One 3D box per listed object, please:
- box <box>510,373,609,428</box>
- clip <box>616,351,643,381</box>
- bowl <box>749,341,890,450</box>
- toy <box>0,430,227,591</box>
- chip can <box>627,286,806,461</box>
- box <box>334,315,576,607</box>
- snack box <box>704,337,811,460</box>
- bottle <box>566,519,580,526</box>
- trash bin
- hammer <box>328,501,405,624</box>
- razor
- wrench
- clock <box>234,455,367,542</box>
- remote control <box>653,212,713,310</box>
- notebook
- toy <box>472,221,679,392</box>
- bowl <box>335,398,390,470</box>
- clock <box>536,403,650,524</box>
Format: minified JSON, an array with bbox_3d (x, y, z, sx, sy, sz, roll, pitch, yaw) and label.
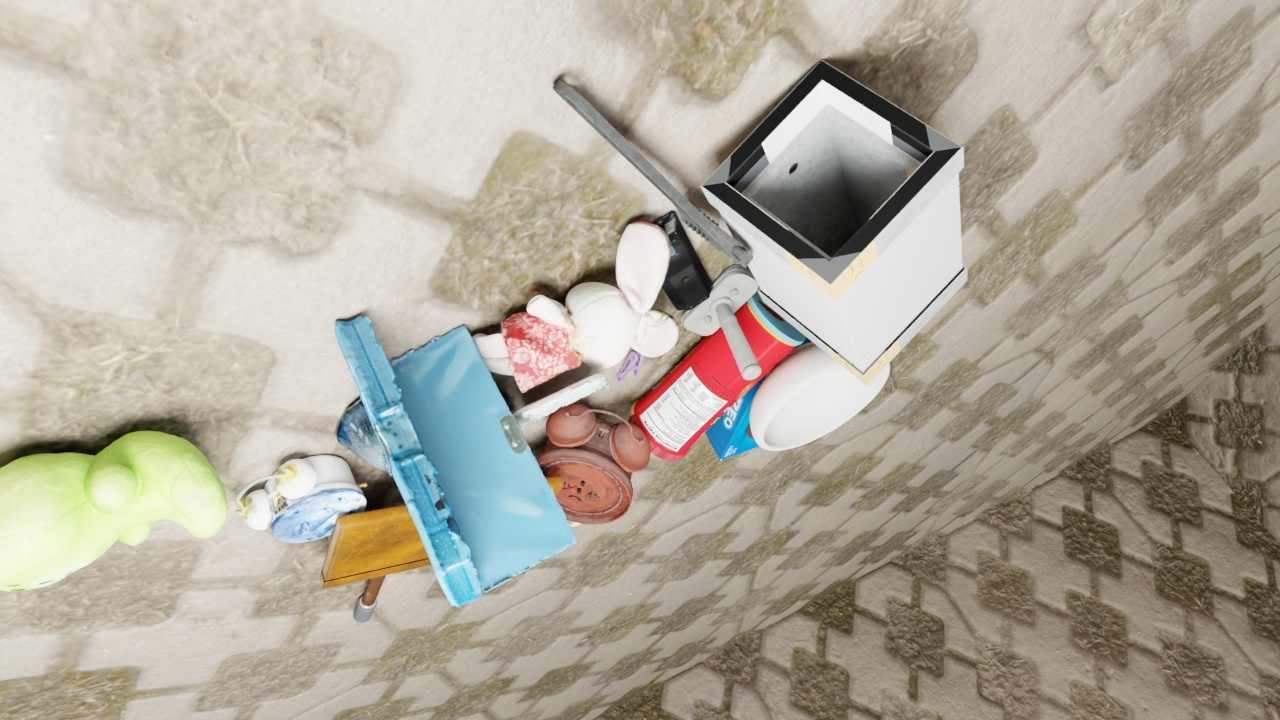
[{"bbox_3d":[-0.118,0.059,0.880,0.191,0.045,0.209,-29,180,-2],"label":"box"},{"bbox_3d":[-0.014,0.008,1.006,0.043,0.014,0.051,-26,156,-2],"label":"clip"},{"bbox_3d":[0.197,0.028,1.066,0.176,0.066,0.177,-22,150,-13],"label":"bowl"},{"bbox_3d":[-0.421,0.111,0.693,0.196,0.107,0.150,-5,168,-25],"label":"toy"},{"bbox_3d":[0.083,0.018,1.038,0.087,0.087,0.214,7,135,-50],"label":"chip can"},{"bbox_3d":[-0.145,0.060,0.722,0.111,0.231,0.094,-24,153,-14],"label":"box"},{"bbox_3d":[0.202,0.024,1.197,0.195,0.056,0.239,-17,149,-23],"label":"snack box"},{"bbox_3d":[-0.121,0.183,1.147,0.060,0.059,0.166,-37,153,12],"label":"bottle"},{"bbox_3d":[0.184,-0.109,0.819,0.142,0.142,0.247,-46,152,0],"label":"trash bin"},{"bbox_3d":[-0.316,0.258,1.110,0.155,0.043,0.323,-11,150,-33],"label":"hammer"},{"bbox_3d":[0.095,-0.028,0.937,0.047,0.116,0.088,20,126,-38],"label":"razor"},{"bbox_3d":[0.017,-0.139,0.725,0.018,0.073,0.273,-52,142,4],"label":"wrench"},{"bbox_3d":[-0.320,0.129,0.866,0.089,0.052,0.125,-37,152,15],"label":"clock"},{"bbox_3d":[0.036,-0.088,0.877,0.047,0.022,0.150,-33,153,4],"label":"remote control"},{"bbox_3d":[-0.209,0.186,0.988,0.248,0.014,0.179,-7,151,-30],"label":"notebook"},{"bbox_3d":[-0.054,-0.030,0.827,0.194,0.084,0.159,-22,138,-7],"label":"toy"},{"bbox_3d":[-0.221,0.069,0.856,0.110,0.055,0.110,-24,153,-13],"label":"bowl"},{"bbox_3d":[-0.056,0.112,1.026,0.120,0.072,0.158,21,135,-6],"label":"clock"}]
